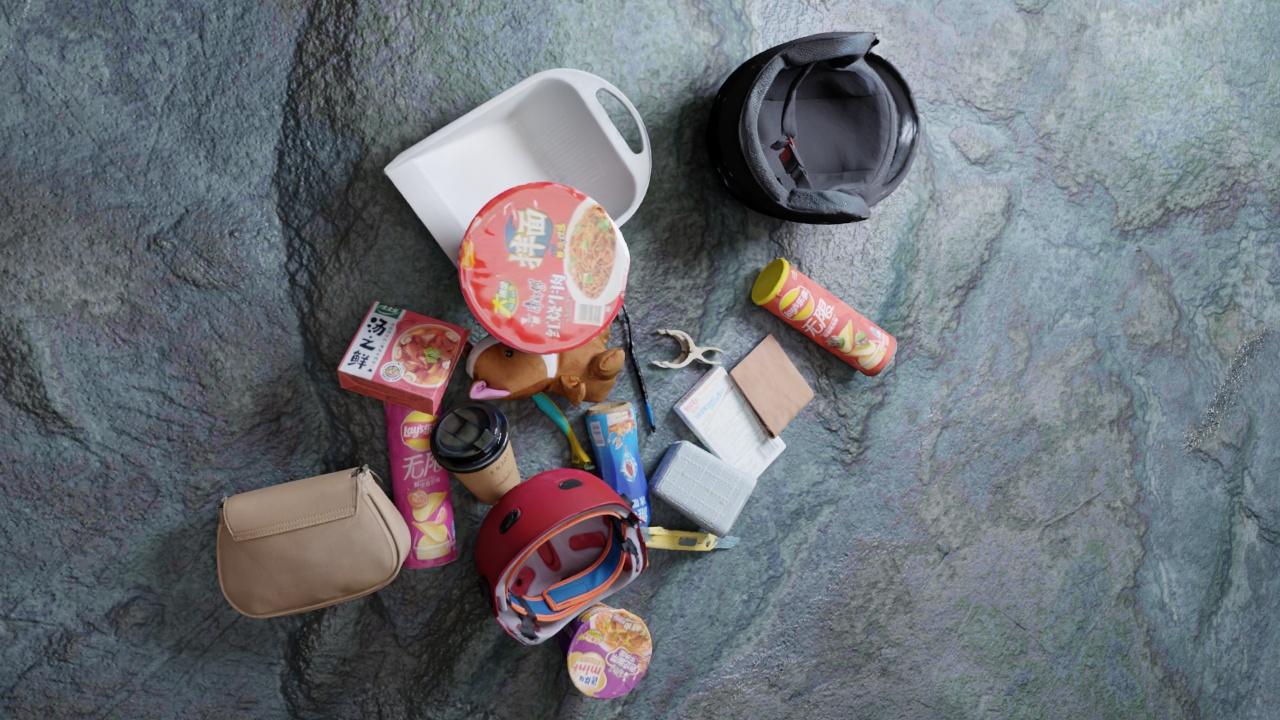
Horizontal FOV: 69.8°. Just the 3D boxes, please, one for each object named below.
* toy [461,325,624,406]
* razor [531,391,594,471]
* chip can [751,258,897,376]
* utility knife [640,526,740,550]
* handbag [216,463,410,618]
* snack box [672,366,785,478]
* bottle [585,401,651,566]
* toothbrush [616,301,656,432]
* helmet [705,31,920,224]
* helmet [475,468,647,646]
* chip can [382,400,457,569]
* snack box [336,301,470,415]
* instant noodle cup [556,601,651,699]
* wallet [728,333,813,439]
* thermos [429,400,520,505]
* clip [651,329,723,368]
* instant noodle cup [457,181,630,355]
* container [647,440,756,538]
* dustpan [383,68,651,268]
[{"bbox_3d":[-0.122,-0.003,1.121,0.199,0.140,0.131,-4,120,-17],"label":"toy"},{"bbox_3d":[-0.105,0.087,1.178,0.028,0.043,0.132,-38,99,-35],"label":"razor"},{"bbox_3d":[0.258,-0.057,1.288,0.216,0.073,0.073,32,81,-19],"label":"chip can"},{"bbox_3d":[0.066,0.239,1.230,0.196,0.020,0.031,12,104,-46],"label":"utility knife"},{"bbox_3d":[-0.370,0.203,1.039,0.204,0.099,0.148,-12,101,-3],"label":"handbag"},{"bbox_3d":[0.124,0.092,1.266,0.084,0.027,0.157,-44,106,-13],"label":"snack box"},{"bbox_3d":[-0.022,0.164,1.193,0.065,0.065,0.219,-13,97,-20],"label":"bottle"},{"bbox_3d":[-0.007,0.007,1.221,0.016,0.014,0.189,-17,99,-18],"label":"toothbrush"},{"bbox_3d":[0.220,-0.294,1.181,0.274,0.230,0.233,-6,103,-30],"label":"helmet"},{"bbox_3d":[-0.110,0.209,1.095,0.206,0.144,0.240,-31,143,-17],"label":"helmet"},{"bbox_3d":[-0.264,0.138,1.097,0.071,0.071,0.210,-7,95,-21],"label":"chip can"},{"bbox_3d":[-0.269,-0.013,1.057,0.113,0.044,0.126,16,57,1],"label":"snack box"},{"bbox_3d":[-0.053,0.361,1.171,0.111,0.099,0.111,0,91,-20],"label":"instant noodle cup"},{"bbox_3d":[0.182,0.035,1.275,0.101,0.020,0.115,-40,101,-33],"label":"wallet"},{"bbox_3d":[-0.188,0.115,1.086,0.093,0.093,0.143,-37,147,-16],"label":"thermos"},{"bbox_3d":[0.062,-0.024,1.235,0.103,0.035,0.092,-16,99,-24],"label":"clip"},{"bbox_3d":[-0.113,-0.102,1.048,0.193,0.066,0.194,0,89,-15],"label":"instant noodle cup"},{"bbox_3d":[0.077,0.165,1.211,0.111,0.090,0.090,33,81,-3],"label":"container"},{"bbox_3d":[-0.117,-0.218,1.082,0.223,0.143,0.256,55,50,-14],"label":"dustpan"}]
